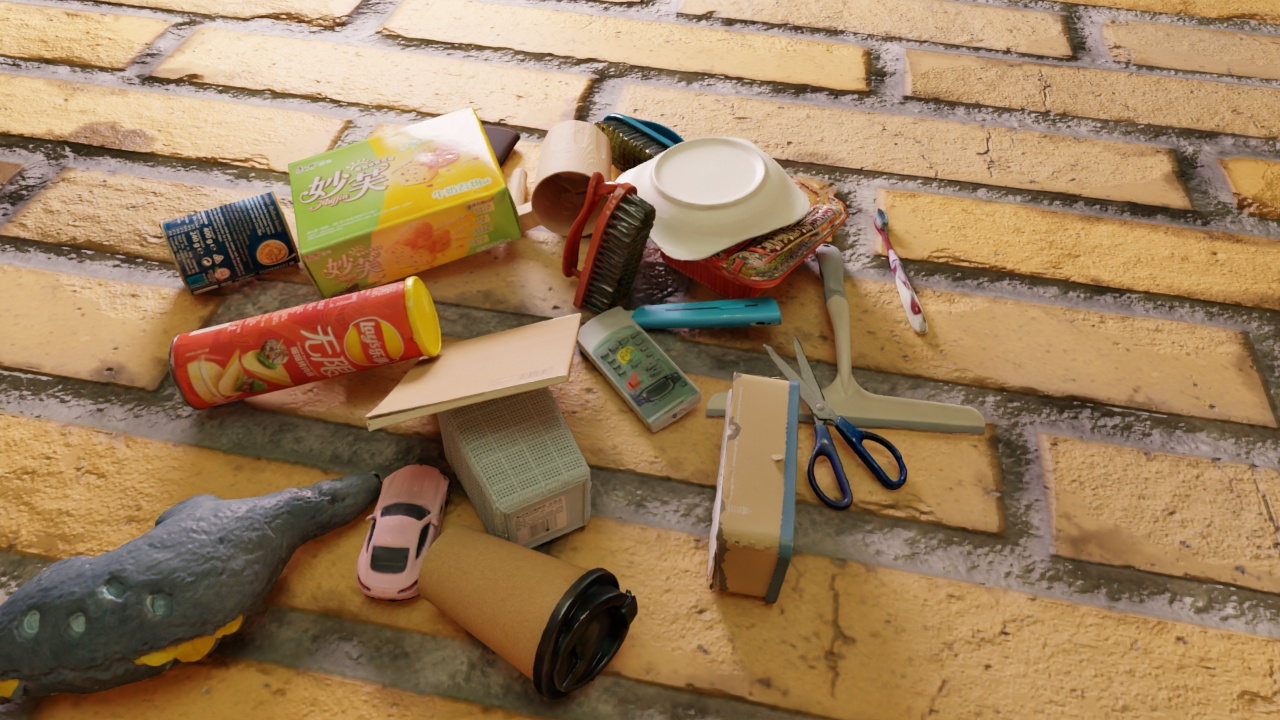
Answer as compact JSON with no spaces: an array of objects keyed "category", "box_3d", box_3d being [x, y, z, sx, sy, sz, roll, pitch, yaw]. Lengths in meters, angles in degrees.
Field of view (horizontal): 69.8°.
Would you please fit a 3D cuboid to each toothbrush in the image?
[{"category":"toothbrush","box_3d":[0.268,-0.096,0.947,0.016,0.017,0.187,-2,46,-3]}]

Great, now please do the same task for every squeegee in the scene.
[{"category":"squeegee","box_3d":[0.189,-0.043,0.881,0.246,0.039,0.246,4,47,2]}]

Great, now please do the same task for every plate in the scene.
[{"category":"plate","box_3d":[0.067,-0.173,0.898,0.163,0.034,0.164,-23,50,-15]}]

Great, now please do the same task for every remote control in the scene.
[{"category":"remote control","box_3d":[-0.005,0.005,0.837,0.056,0.019,0.135,-33,55,-13]}]

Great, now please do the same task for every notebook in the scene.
[{"category":"notebook","box_3d":[-0.125,0.002,0.751,0.149,0.012,0.211,-13,15,3]}]

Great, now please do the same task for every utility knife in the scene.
[{"category":"utility knife","box_3d":[0.051,-0.044,0.881,0.166,0.018,0.034,-2,44,10]}]

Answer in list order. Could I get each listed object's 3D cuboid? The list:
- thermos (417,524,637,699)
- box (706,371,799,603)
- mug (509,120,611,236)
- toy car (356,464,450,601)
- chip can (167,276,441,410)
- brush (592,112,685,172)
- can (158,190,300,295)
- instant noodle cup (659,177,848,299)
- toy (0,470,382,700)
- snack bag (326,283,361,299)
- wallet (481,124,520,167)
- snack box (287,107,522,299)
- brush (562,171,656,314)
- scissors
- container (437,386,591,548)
[{"category":"thermos","box_3d":[-0.083,0.170,0.646,0.143,0.093,0.092,20,49,27]},{"category":"box","box_3d":[0.088,0.100,0.713,0.059,0.090,0.183,6,50,2]},{"category":"mug","box_3d":[-0.090,-0.191,0.993,0.125,0.084,0.103,-17,43,18]},{"category":"toy car","box_3d":[-0.183,0.129,0.712,0.056,0.037,0.122,4,46,0]},{"category":"chip can","box_3d":[-0.287,-0.015,0.793,0.216,0.073,0.073,-13,48,0]},{"category":"brush","box_3d":[0.010,-0.242,1.049,0.144,0.055,0.073,36,56,28]},{"category":"can","box_3d":[-0.404,-0.116,0.906,0.111,0.075,0.075,-22,51,-20]},{"category":"instant noodle cup","box_3d":[0.094,-0.135,0.937,0.189,0.079,0.164,33,54,25]},{"category":"toy","box_3d":[-0.347,0.163,0.649,0.355,0.091,0.138,-22,24,-22]},{"category":"snack bag","box_3d":[-0.271,-0.030,0.862,0.045,0.026,0.105,-30,54,-6]},{"category":"wallet","box_3d":[-0.205,-0.233,1.060,0.096,0.020,0.122,11,49,15]},{"category":"snack box","box_3d":[-0.243,-0.163,0.939,0.210,0.070,0.157,-19,50,-7]},{"category":"brush","box_3d":[-0.034,-0.113,0.866,0.069,0.146,0.063,35,53,10]},{"category":"scissors","box_3d":[0.168,0.049,0.792,0.147,0.012,0.169,11,59,0]},{"category":"container","box_3d":[-0.096,0.082,0.723,0.090,0.090,0.111,-20,53,-20]}]
